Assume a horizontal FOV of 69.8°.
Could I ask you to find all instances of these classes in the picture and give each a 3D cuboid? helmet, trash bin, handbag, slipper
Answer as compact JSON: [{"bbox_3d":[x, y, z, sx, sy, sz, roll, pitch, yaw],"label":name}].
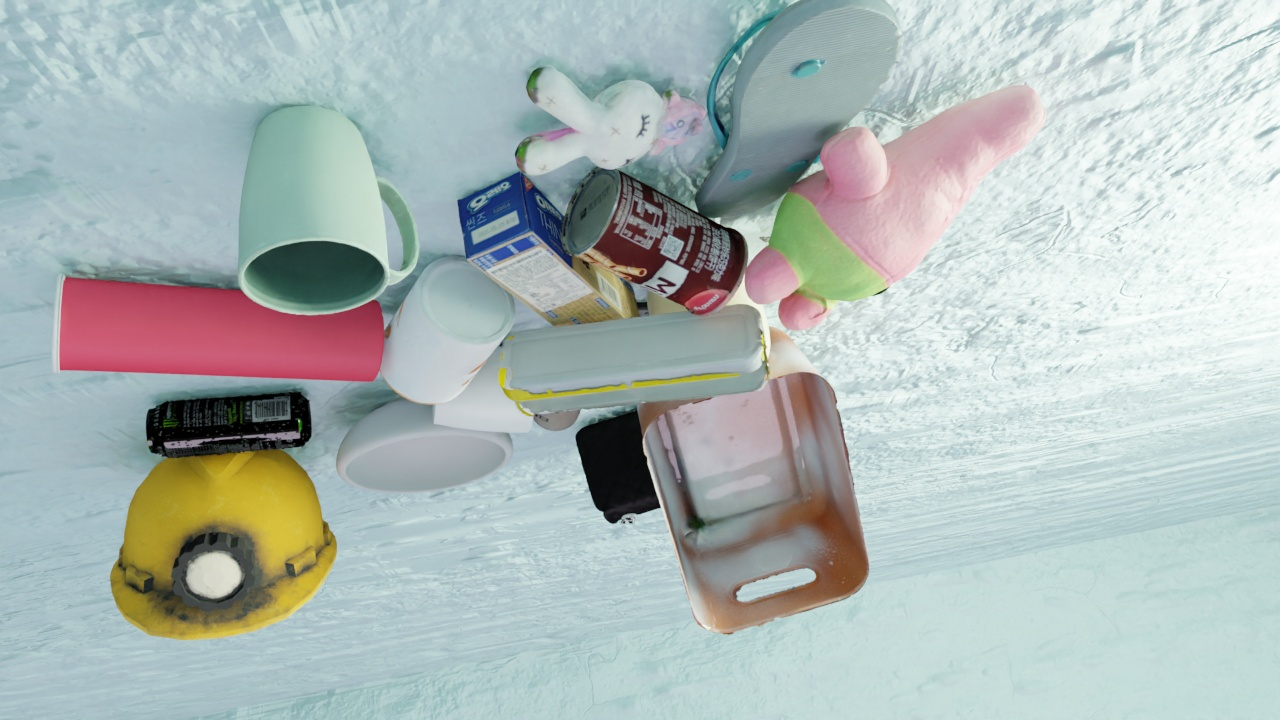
[{"bbox_3d":[-0.407,0.145,0.897,0.205,0.131,0.255,-3,-163,-19],"label":"helmet"},{"bbox_3d":[0.105,0.114,0.923,0.181,0.157,0.260,-17,113,1],"label":"trash bin"},{"bbox_3d":[0.016,0.126,1.086,0.154,0.125,0.115,-16,155,10],"label":"handbag"},{"bbox_3d":[0.092,-0.167,0.593,0.098,0.054,0.269,-11,167,-8],"label":"slipper"}]

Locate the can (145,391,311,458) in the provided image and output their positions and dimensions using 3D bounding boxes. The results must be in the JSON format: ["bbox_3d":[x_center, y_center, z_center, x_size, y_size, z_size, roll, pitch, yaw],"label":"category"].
[{"bbox_3d":[-0.380,0.060,0.854,0.137,0.054,0.054,-4,155,-16],"label":"can"}]

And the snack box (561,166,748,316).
[{"bbox_3d":[0.011,-0.085,0.665,0.121,0.072,0.072,22,141,-32],"label":"snack box"}]

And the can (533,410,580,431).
[{"bbox_3d":[-0.078,0.021,0.902,0.054,0.054,0.136,-5,155,-14],"label":"can"}]

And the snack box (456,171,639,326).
[{"bbox_3d":[-0.063,-0.068,0.717,0.056,0.057,0.206,-20,153,16],"label":"snack box"}]

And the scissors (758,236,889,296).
[{"bbox_3d":[0.195,-0.102,0.806,0.202,0.015,0.203,-31,151,35],"label":"scissors"}]

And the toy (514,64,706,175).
[{"bbox_3d":[-0.018,-0.149,0.582,0.122,0.038,0.079,-6,148,-17],"label":"toy"}]

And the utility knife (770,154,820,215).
[{"bbox_3d":[0.129,-0.155,0.665,0.022,0.015,0.177,-6,157,-14],"label":"utility knife"}]

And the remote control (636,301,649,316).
[{"bbox_3d":[0.022,-0.043,0.855,0.136,0.013,0.033,-2,154,-19],"label":"remote control"}]

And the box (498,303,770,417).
[{"bbox_3d":[-0.006,-0.001,0.720,0.210,0.067,0.070,-7,160,9],"label":"box"}]

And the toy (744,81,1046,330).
[{"bbox_3d":[0.178,-0.116,0.657,0.237,0.096,0.192,-38,157,14],"label":"toy"}]

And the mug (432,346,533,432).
[{"bbox_3d":[-0.151,0.025,0.870,0.087,0.081,0.114,2,-176,-15],"label":"mug"}]

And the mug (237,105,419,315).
[{"bbox_3d":[-0.185,-0.089,0.558,0.084,0.104,0.111,-30,149,34],"label":"mug"}]

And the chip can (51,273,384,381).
[{"bbox_3d":[-0.311,-0.021,0.692,0.220,0.069,0.069,3,152,-30],"label":"chip can"}]

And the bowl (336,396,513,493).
[{"bbox_3d":[-0.223,0.078,0.947,0.176,0.066,0.177,-9,156,-4],"label":"bowl"}]

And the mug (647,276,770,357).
[{"bbox_3d":[0.061,-0.031,0.782,0.096,0.099,0.120,-15,147,-3],"label":"mug"}]

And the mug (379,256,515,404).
[{"bbox_3d":[-0.158,-0.023,0.740,0.082,0.082,0.106,5,150,-32],"label":"mug"}]
